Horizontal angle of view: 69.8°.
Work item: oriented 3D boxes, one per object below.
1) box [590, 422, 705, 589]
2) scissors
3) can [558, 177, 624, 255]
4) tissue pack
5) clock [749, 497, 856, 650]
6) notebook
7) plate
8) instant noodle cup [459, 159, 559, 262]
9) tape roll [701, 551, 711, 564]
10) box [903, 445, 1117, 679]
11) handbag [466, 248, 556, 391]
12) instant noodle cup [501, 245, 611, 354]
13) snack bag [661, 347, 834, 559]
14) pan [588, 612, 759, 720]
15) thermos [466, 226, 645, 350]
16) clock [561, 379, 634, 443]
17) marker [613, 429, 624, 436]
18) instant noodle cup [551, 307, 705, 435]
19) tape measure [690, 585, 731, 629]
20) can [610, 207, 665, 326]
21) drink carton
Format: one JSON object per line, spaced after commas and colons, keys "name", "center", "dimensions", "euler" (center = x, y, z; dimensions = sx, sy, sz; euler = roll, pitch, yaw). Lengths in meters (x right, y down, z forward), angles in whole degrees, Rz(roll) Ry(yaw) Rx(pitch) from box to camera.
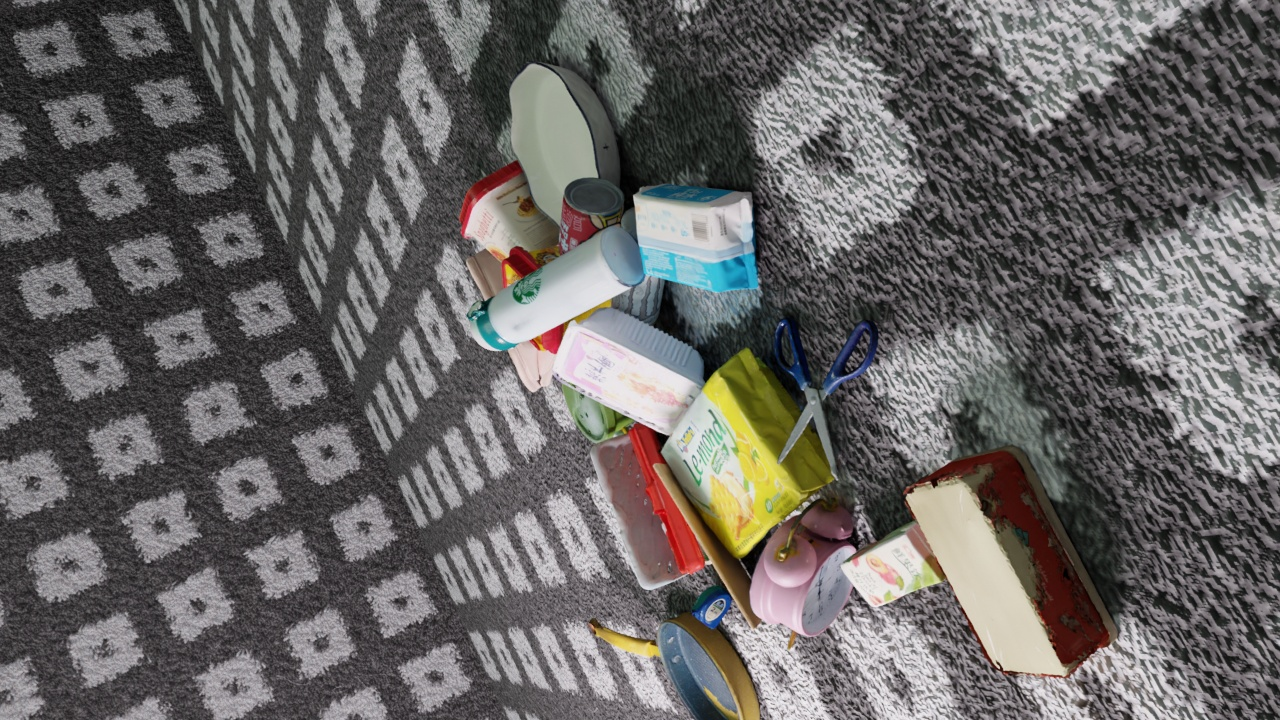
{"name": "box", "center": [0.005, 0.187, 1.175], "dimensions": [0.095, 0.098, 0.201], "euler": [60, -172, -78]}
{"name": "scissors", "center": [0.161, 0.024, 0.828], "dimensions": [0.163, 0.012, 0.173], "euler": [-48, 45, 44]}
{"name": "can", "center": [-0.056, -0.144, 1.010], "dimensions": [0.066, 0.066, 0.094], "euler": [49, 146, 31]}
{"name": "tissue pack", "center": [0.055, -0.122, 0.897], "dimensions": [0.140, 0.063, 0.090], "euler": [18, 126, 44]}
{"name": "clock", "center": [0.166, 0.204, 0.915], "dimensions": [0.060, 0.117, 0.159], "euler": [23, 134, 40]}
{"name": "notebook", "center": [0.086, 0.213, 1.086], "dimensions": [0.211, 0.012, 0.149], "euler": [58, -173, 14]}
{"name": "plate", "center": [-0.088, -0.250, 1.084], "dimensions": [0.205, 0.045, 0.205], "euler": [41, 143, 40]}
{"name": "instant noodle cup", "center": [-0.158, -0.179, 1.208], "dimensions": [0.124, 0.116, 0.117], "euler": [50, 152, 4]}
{"name": "tape roll", "center": [0.075, 0.226, 1.205], "dimensions": [0.086, 0.013, 0.086], "euler": [42, 145, 39]}
{"name": "box", "center": [0.279, 0.160, 0.711], "dimensions": [0.168, 0.077, 0.091], "euler": [63, 154, 5]}
{"name": "handbag", "center": [-0.177, -0.045, 1.372], "dimensions": [0.235, 0.093, 0.193], "euler": [93, 153, -60]}
{"name": "instant noodle cup", "center": [-0.093, -0.088, 1.134], "dimensions": [0.116, 0.123, 0.116], "euler": [44, 146, 37]}
{"name": "snack bag", "center": [0.112, 0.108, 0.983], "dimensions": [0.158, 0.068, 0.247], "euler": [57, 153, 17]}
{"name": "pan", "center": [0.039, 0.452, 1.383], "dimensions": [0.358, 0.078, 0.198], "euler": [17, 125, 56]}
{"name": "thermos", "center": [-0.100, -0.072, 0.999], "dimensions": [0.225, 0.073, 0.073], "euler": [-24, 90, 37]}
{"name": "clock", "center": [-0.065, 0.044, 1.266], "dimensions": [0.161, 0.056, 0.116], "euler": [36, 140, 45]}
{"name": "marker", "center": [-0.058, 0.086, 1.331], "dimensions": [0.146, 0.016, 0.017], "euler": [35, 140, 46]}
{"name": "instant noodle cup", "center": [-0.006, 0.006, 1.056], "dimensions": [0.173, 0.060, 0.138], "euler": [28, 148, -1]}
{"name": "tape measure", "center": [0.093, 0.321, 1.205], "dimensions": [0.025, 0.054, 0.058], "euler": [35, 172, 42]}
{"name": "can", "center": [0.000, -0.101, 1.027], "dimensions": [0.058, 0.058, 0.147], "euler": [49, 149, 30]}
{"name": "drink carton", "center": [0.239, 0.183, 0.838], "dimensions": [0.053, 0.045, 0.123], "euler": [54, 152, 12]}
